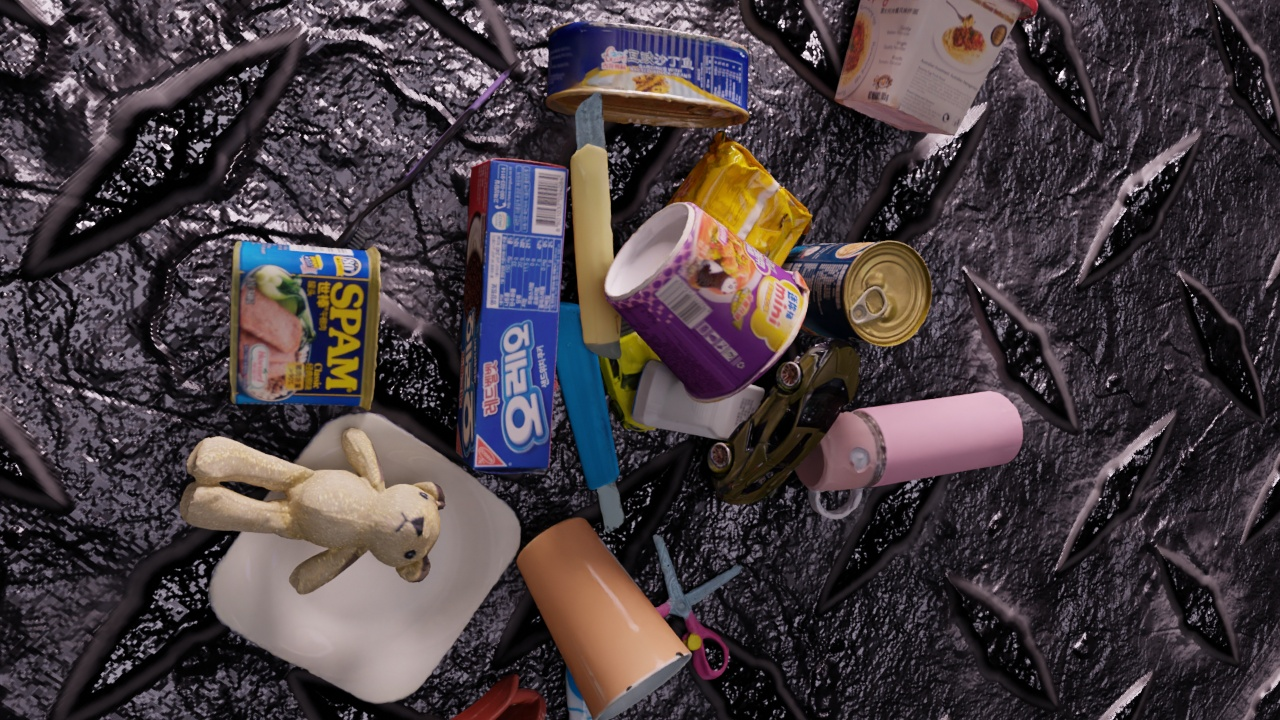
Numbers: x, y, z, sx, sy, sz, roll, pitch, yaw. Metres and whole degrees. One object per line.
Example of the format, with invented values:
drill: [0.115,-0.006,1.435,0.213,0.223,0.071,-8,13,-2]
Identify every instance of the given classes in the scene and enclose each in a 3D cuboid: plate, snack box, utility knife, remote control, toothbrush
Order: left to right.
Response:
plate: [-0.180,0.131,0.615,0.163,0.034,0.164,40,80,-23]
toothbrush: [-0.142,-0.133,0.612,0.188,0.014,0.017,-50,120,-11]
snack box: [-0.088,-0.029,0.624,0.057,0.058,0.207,1,95,-24]
utility knife: [-0.038,0.044,0.674,0.034,0.018,0.182,-7,104,16]
utility knife: [-0.029,-0.085,0.618,0.031,0.019,0.184,-9,117,-17]
remote control: [0.047,0.033,0.693,0.124,0.024,0.049,14,92,-45]

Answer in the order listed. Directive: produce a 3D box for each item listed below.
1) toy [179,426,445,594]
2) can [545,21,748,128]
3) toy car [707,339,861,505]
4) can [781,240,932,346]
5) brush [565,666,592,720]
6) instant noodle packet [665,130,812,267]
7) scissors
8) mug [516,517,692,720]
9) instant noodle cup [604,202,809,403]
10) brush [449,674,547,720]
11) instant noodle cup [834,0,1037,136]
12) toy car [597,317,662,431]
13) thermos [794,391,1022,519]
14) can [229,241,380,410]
toy: [-0.192,0.087,0.550,0.157,0.066,0.105,21,70,-31]
can: [0.007,-0.196,0.637,0.148,0.075,0.049,0,93,-22]
toy car: [0.110,0.050,0.694,0.070,0.042,0.158,8,125,-42]
can: [0.156,-0.053,0.701,0.075,0.111,0.075,-3,97,-21]
brush: [-0.043,0.300,0.675,0.060,0.109,0.315,1,104,-9]
instant noodle packet: [0.059,-0.088,0.690,0.110,0.044,0.128,37,83,-25]
scissors: [0.028,0.200,0.728,0.133,0.017,0.133,-22,100,-20]
mug: [-0.030,0.173,0.631,0.078,0.078,0.122,-28,66,-19]
instant noodle cup: [0.037,-0.044,0.609,0.099,0.112,0.111,40,80,-23]
brush: [-0.127,0.284,0.642,0.145,0.063,0.069,-39,123,-16]
instant noodle cup: [0.219,-0.247,0.711,0.116,0.116,0.124,14,103,-25]
toy car: [-0.004,0.004,0.680,0.048,0.032,0.105,-24,107,-20]
thermos: [0.223,0.078,0.770,0.198,0.067,0.087,-7,99,-24]
can: [-0.208,-0.021,0.568,0.083,0.057,0.102,2,105,-22]
